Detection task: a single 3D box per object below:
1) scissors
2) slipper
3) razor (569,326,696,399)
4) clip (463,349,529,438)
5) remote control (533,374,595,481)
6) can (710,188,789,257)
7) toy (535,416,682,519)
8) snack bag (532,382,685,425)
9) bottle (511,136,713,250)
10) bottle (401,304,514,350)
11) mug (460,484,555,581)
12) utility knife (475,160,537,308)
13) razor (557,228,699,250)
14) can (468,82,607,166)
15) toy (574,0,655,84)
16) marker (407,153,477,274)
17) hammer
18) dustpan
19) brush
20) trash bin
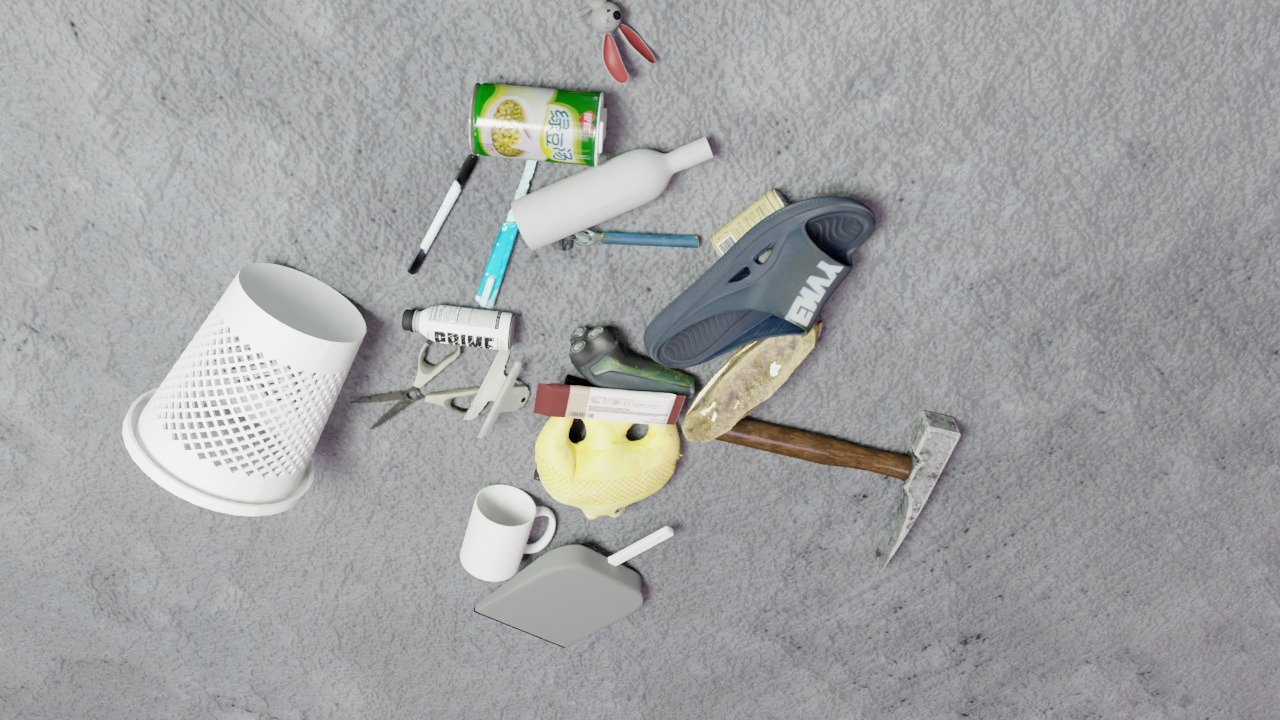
[{"bbox_3d":[-0.242,0.030,1.034,0.157,0.012,0.166,16,120,-7],"label":"scissors"},{"bbox_3d":[0.118,-0.059,0.907,0.269,0.083,0.110,-37,142,24],"label":"slipper"},{"bbox_3d":[-0.006,0.006,0.989,0.151,0.053,0.067,17,129,-14],"label":"razor"},{"bbox_3d":[-0.155,0.036,1.020,0.058,0.052,0.102,31,107,3],"label":"clip"},{"bbox_3d":[-0.089,0.083,1.060,0.034,0.013,0.150,16,120,-8],"label":"remote control"},{"bbox_3d":[0.111,-0.132,0.909,0.080,0.038,0.038,-37,113,21],"label":"can"},{"bbox_3d":[-0.035,0.115,1.046,0.170,0.064,0.155,-1,112,-13],"label":"toy"},{"bbox_3d":[-0.034,0.047,0.988,0.158,0.013,0.057,5,142,-8],"label":"snack bag"},{"bbox_3d":[-0.025,-0.167,0.882,0.195,0.052,0.052,-22,118,7],"label":"bottle"},{"bbox_3d":[-0.194,-0.037,0.976,0.116,0.041,0.041,7,121,-2],"label":"bottle"},{"bbox_3d":[-0.155,0.208,1.112,0.110,0.073,0.091,1,125,-29],"label":"mug"},{"bbox_3d":[-0.133,-0.128,0.933,0.022,0.015,0.179,21,121,-11],"label":"utility knife"},{"bbox_3d":[-0.012,-0.124,0.929,0.144,0.022,0.042,4,122,-1],"label":"razor"},{"bbox_3d":[-0.093,-0.218,0.848,0.121,0.067,0.067,5,121,-1],"label":"can"},{"bbox_3d":[-0.031,-0.305,0.815,0.049,0.030,0.112,-37,114,-10],"label":"toy"},{"bbox_3d":[-0.201,-0.147,0.927,0.011,0.011,0.152,28,118,-14],"label":"marker"},{"bbox_3d":[0.189,0.131,1.068,0.300,0.037,0.218,13,121,-5],"label":"hammer"},{"bbox_3d":[-0.060,0.276,1.144,0.258,0.033,0.163,-33,132,26],"label":"dustpan"},{"bbox_3d":[0.117,0.020,0.983,0.196,0.043,0.059,-43,94,13],"label":"brush"},{"bbox_3d":[-0.390,0.019,0.945,0.195,0.195,0.200,30,108,-16],"label":"trash bin"}]
